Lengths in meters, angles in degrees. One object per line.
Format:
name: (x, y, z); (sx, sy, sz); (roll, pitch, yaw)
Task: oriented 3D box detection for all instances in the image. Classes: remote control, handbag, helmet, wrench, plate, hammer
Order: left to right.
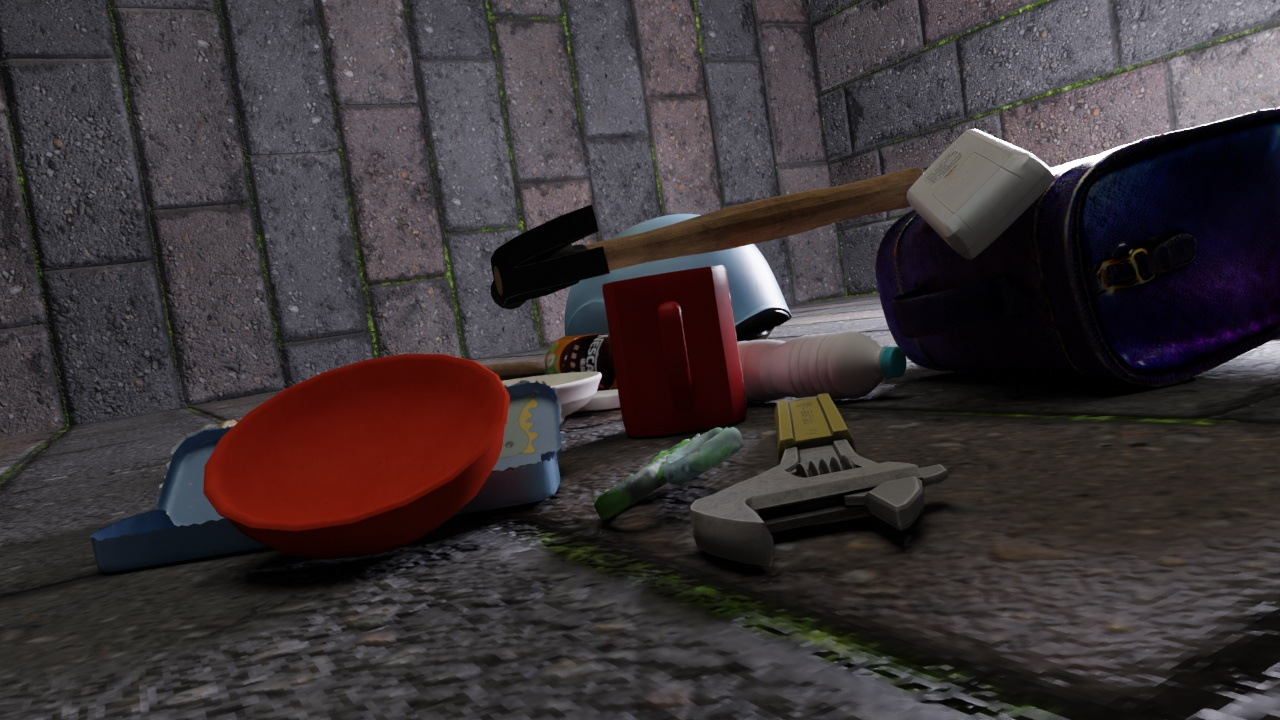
plate: (-0.118, 0.039, 0.704); (0.182, 0.034, 0.182); (-9, 3, 0)
hammer: (-0.129, 0.012, 1.022); (0.129, 0.040, 0.321); (8, 7, 35)
remote control: (-0.061, 0.036, 0.788); (0.137, 0.013, 0.043); (-6, 4, 37)
helmet: (0.023, -0.062, 0.981); (0.224, 0.167, 0.266); (-19, -5, -38)
hammer: (0.054, -0.088, 0.609); (0.305, 0.040, 0.132); (-14, -1, -14)
wrench: (0.070, 0.038, 0.387); (0.084, 0.018, 0.273); (-9, 3, 8)
remote control: (0.188, -0.098, 0.521); (0.060, 0.025, 0.138); (-48, 9, 19)
handbag: (0.259, -0.057, 0.563); (0.222, 0.125, 0.205); (-18, 5, -11)

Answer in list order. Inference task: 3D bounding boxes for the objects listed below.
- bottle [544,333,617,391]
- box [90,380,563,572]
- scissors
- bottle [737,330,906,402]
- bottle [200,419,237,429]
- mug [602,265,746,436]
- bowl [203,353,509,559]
bottle: (-0.005, 0.005, 0.802); (0.167, 0.059, 0.059); (-2, 6, 33)
box: (-0.141, 0.058, 0.453); (0.209, 0.039, 0.126); (-8, 19, -2)
scissors: (0.017, 0.042, 0.411); (0.065, 0.033, 0.174); (-32, -7, 6)
bottle: (0.113, 0.005, 0.614); (0.044, 0.044, 0.136); (-12, 5, -43)
bottle: (-0.179, 0.047, 0.566); (0.186, 0.053, 0.053); (-8, 4, 4)
mug: (0.021, -0.006, 0.571); (0.080, 0.096, 0.116); (-9, 3, 4)
bowl: (-0.111, 0.042, 0.378); (0.122, 0.035, 0.121); (-7, 30, 4)
